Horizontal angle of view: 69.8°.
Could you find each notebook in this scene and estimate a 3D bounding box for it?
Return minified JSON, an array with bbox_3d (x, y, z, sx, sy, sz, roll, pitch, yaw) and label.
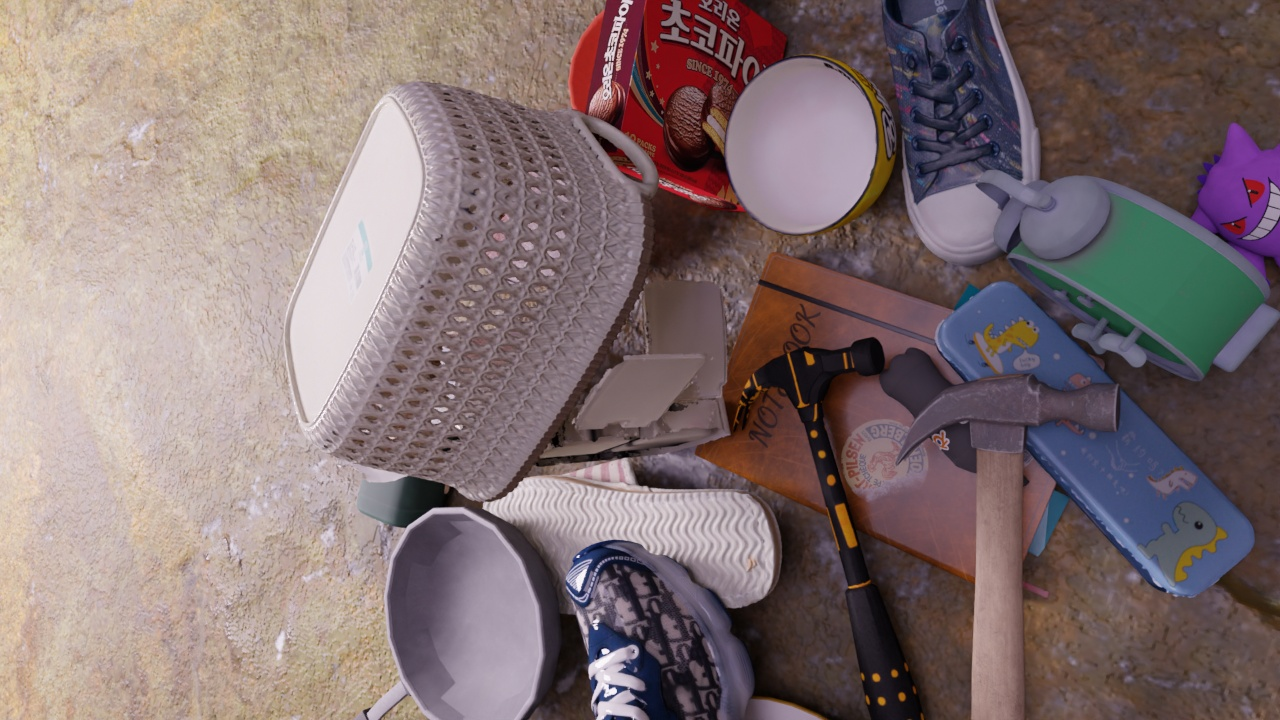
[{"bbox_3d":[0.175,0.031,0.623,0.249,0.014,0.178,23,96,27],"label":"notebook"}]

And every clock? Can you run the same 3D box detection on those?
[{"bbox_3d":[0.258,-0.055,0.517,0.161,0.121,0.075,35,101,0],"label":"clock"}]

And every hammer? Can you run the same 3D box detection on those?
[{"bbox_3d":[0.217,0.171,0.552,0.120,0.030,0.331,2,101,33],"label":"hammer"},{"bbox_3d":[0.141,0.148,0.602,0.124,0.036,0.320,-20,82,43],"label":"hammer"}]

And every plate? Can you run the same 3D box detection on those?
[{"bbox_3d":[0.090,0.344,0.614,0.230,0.021,0.230,0,91,36],"label":"plate"}]

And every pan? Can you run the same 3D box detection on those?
[{"bbox_3d":[-0.181,0.257,0.756,0.358,0.041,0.178,-47,64,28],"label":"pan"}]

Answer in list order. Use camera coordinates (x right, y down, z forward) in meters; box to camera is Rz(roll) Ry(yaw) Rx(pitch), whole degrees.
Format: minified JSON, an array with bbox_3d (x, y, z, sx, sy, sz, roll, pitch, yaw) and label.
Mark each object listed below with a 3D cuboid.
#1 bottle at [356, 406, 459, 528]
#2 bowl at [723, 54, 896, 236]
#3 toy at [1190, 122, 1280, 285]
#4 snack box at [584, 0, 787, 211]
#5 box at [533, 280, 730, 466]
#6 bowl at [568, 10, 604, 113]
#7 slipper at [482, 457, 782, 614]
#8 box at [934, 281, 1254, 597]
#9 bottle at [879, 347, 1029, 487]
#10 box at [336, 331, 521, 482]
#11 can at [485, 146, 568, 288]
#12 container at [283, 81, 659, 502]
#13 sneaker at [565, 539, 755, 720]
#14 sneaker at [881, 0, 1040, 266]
[{"bbox_3d":[-0.192,0.071,0.783,0.061,0.061,0.131,15,92,30],"label":"bottle"},{"bbox_3d":[0.123,-0.145,0.627,0.117,0.067,0.117,10,106,39],"label":"bowl"},{"bbox_3d":[0.359,-0.088,0.514,0.088,0.055,0.106,24,131,25],"label":"toy"},{"bbox_3d":[0.034,-0.187,0.634,0.036,0.151,0.132,12,91,41],"label":"snack box"},{"bbox_3d":[-0.006,0.015,0.618,0.186,0.145,0.095,-52,49,45],"label":"box"},{"bbox_3d":[0.004,-0.223,0.721,0.122,0.035,0.122,-3,84,27],"label":"bowl"},{"bbox_3d":[-0.011,0.131,0.687,0.264,0.052,0.115,-5,87,35],"label":"slipper"},{"bbox_3d":[0.264,0.042,0.540,0.066,0.049,0.209,-42,76,13],"label":"box"},{"bbox_3d":[0.199,0.040,0.578,0.036,0.036,0.110,-47,68,16],"label":"bottle"},{"bbox_3d":[-0.152,0.032,0.714,0.084,0.162,0.112,33,113,34],"label":"box"},{"bbox_3d":[-0.081,-0.123,0.734,0.130,0.044,0.130,7,102,37],"label":"can"},{"bbox_3d":[-0.110,-0.041,0.552,0.247,0.142,0.184,-57,43,24],"label":"container"},{"bbox_3d":[0.009,0.242,0.571,0.103,0.132,0.269,-38,70,32],"label":"sneaker"},{"bbox_3d":[0.201,-0.180,0.591,0.088,0.079,0.235,-11,81,27],"label":"sneaker"}]
